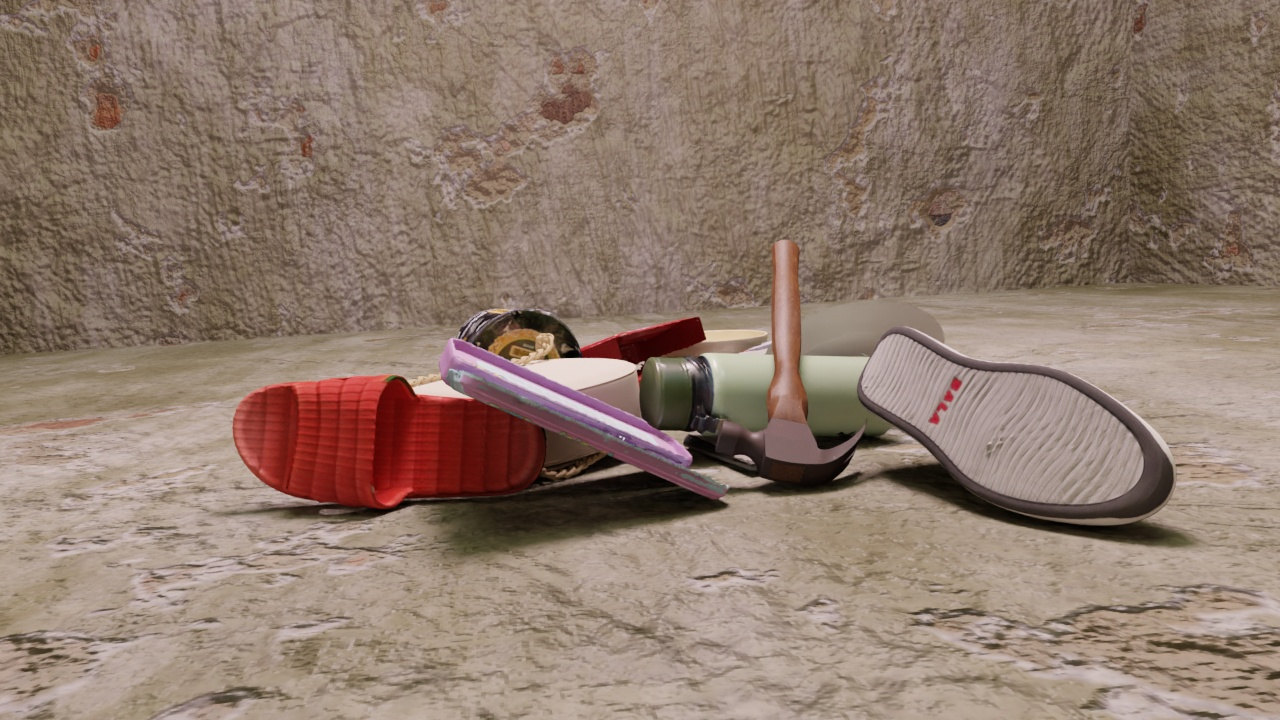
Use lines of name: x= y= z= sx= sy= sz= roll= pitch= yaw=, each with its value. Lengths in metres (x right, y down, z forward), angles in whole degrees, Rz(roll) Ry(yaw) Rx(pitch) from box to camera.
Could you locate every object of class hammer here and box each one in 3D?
hammer: x=0.131 y=-0.014 z=0.813 sx=0.115 sy=0.033 sz=0.322 roll=11 pitch=39 yaw=-1

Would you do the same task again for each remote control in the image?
remote control: x=0.078 y=0.080 z=0.808 sx=0.033 sy=0.013 sz=0.137 roll=-4 pitch=7 yaw=-21

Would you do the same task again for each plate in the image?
plate: x=0.225 y=0.003 z=0.969 sx=0.188 sy=0.016 sz=0.189 roll=-2 pitch=-35 yaw=-1

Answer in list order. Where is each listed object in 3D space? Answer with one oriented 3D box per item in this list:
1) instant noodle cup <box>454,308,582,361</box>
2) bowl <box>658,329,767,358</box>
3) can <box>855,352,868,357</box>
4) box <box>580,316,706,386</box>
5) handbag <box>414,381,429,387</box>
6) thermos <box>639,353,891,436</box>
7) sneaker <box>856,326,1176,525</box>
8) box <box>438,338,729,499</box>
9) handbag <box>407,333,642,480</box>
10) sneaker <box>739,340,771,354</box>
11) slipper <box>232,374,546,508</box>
instant noodle cup: x=-0.148 y=0.001 z=1.038 sx=0.137 sy=0.137 sz=0.112 roll=-6 pitch=14 yaw=-24
bowl: x=0.093 y=0.003 z=1.210 sx=0.151 sy=0.075 sz=0.150 roll=-2 pitch=6 yaw=0
can: x=0.194 y=0.032 z=0.917 sx=0.095 sy=0.032 sz=0.032 roll=-36 pitch=12 yaw=-7
box: x=-0.004 y=0.020 z=1.095 sx=0.134 sy=0.110 sz=0.157 roll=-12 pitch=2 yaw=43
handbag: x=-0.229 y=0.055 z=1.069 sx=0.079 sy=0.054 sz=0.128 roll=7 pitch=3 yaw=-5
thermos: x=0.114 y=0.034 z=0.836 sx=0.231 sy=0.082 sz=0.082 roll=2 pitch=5 yaw=-15
sneaker: x=0.276 y=0.055 z=0.659 sx=0.128 sy=0.097 sz=0.263 roll=22 pitch=6 yaw=-26
box: x=-0.047 y=0.045 z=0.688 sx=0.214 sy=0.035 sz=0.151 roll=25 pitch=0 yaw=-19
handbag: x=-0.109 y=0.041 z=0.863 sx=0.211 sy=0.103 sz=0.208 roll=0 pitch=11 yaw=41
sneaker: x=0.194 y=0.003 z=1.105 sx=0.239 sy=0.089 sz=0.124 roll=-9 pitch=10 yaw=-13
slipper: x=-0.199 y=0.063 z=0.710 sx=0.249 sy=0.103 sz=0.059 roll=4 pitch=-10 yaw=2
